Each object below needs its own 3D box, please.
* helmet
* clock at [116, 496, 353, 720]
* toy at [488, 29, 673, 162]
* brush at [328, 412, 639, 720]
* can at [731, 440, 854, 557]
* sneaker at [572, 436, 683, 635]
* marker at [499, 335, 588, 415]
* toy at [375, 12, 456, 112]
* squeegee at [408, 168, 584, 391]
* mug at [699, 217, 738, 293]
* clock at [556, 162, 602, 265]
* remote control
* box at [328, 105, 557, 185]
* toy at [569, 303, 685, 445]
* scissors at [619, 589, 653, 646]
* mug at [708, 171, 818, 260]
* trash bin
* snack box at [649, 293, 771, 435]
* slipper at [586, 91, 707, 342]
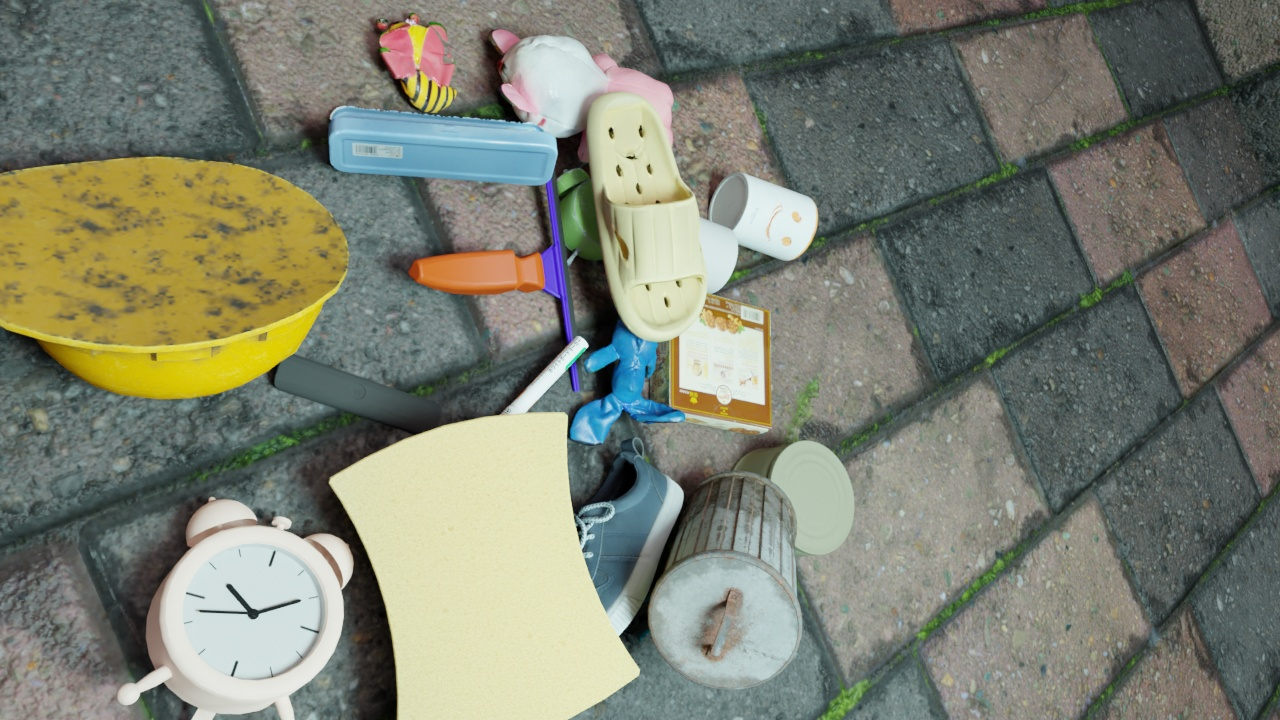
[{"bbox_3d":[-0.356,-0.043,0.685,0.255,0.132,0.205,-4,48,-29],"label":"helmet"},{"bbox_3d":[-0.301,0.196,0.698,0.131,0.086,0.160,27,53,-25],"label":"clock"},{"bbox_3d":[-0.061,-0.286,0.986,0.213,0.084,0.141,13,56,-28],"label":"toy"},{"bbox_3d":[-0.127,0.177,0.759,0.195,0.075,0.250,-15,83,-9],"label":"brush"},{"bbox_3d":[0.167,0.156,1.020,0.127,0.073,0.127,10,71,-32],"label":"can"},{"bbox_3d":[-0.038,0.179,0.867,0.087,0.089,0.234,45,51,-19],"label":"sneaker"},{"bbox_3d":[-0.103,0.030,0.894,0.017,0.017,0.145,48,66,-13],"label":"marker"},{"bbox_3d":[-0.221,-0.298,0.911,0.084,0.046,0.103,-29,98,-50],"label":"toy"},{"bbox_3d":[-0.144,-0.085,0.890,0.184,0.055,0.249,-6,88,-51],"label":"squeegee"},{"bbox_3d":[0.043,-0.136,1.028,0.096,0.079,0.111,15,40,-30],"label":"mug"},{"bbox_3d":[-0.047,-0.158,0.987,0.094,0.043,0.119,7,72,-34],"label":"clock"},{"bbox_3d":[-0.248,0.031,0.811,0.146,0.015,0.033,22,65,-27],"label":"remote control"},{"bbox_3d":[-0.185,-0.214,0.867,0.210,0.073,0.078,1,61,-15],"label":"box"},{"bbox_3d":[-0.006,0.006,0.946,0.112,0.071,0.176,12,66,-10],"label":"toy"},{"bbox_3d":[0.011,0.256,0.919,0.149,0.019,0.130,39,57,-20],"label":"scissors"},{"bbox_3d":[0.146,-0.172,1.098,0.105,0.082,0.082,14,69,-29],"label":"mug"},{"bbox_3d":[0.085,0.199,0.857,0.131,0.131,0.210,56,17,-8],"label":"trash bin"},{"bbox_3d":[0.080,0.001,1.026,0.143,0.041,0.146,12,70,-31],"label":"snack box"},{"bbox_3d":[0.015,-0.152,0.914,0.111,0.079,0.261,-10,84,-29],"label":"slipper"}]
